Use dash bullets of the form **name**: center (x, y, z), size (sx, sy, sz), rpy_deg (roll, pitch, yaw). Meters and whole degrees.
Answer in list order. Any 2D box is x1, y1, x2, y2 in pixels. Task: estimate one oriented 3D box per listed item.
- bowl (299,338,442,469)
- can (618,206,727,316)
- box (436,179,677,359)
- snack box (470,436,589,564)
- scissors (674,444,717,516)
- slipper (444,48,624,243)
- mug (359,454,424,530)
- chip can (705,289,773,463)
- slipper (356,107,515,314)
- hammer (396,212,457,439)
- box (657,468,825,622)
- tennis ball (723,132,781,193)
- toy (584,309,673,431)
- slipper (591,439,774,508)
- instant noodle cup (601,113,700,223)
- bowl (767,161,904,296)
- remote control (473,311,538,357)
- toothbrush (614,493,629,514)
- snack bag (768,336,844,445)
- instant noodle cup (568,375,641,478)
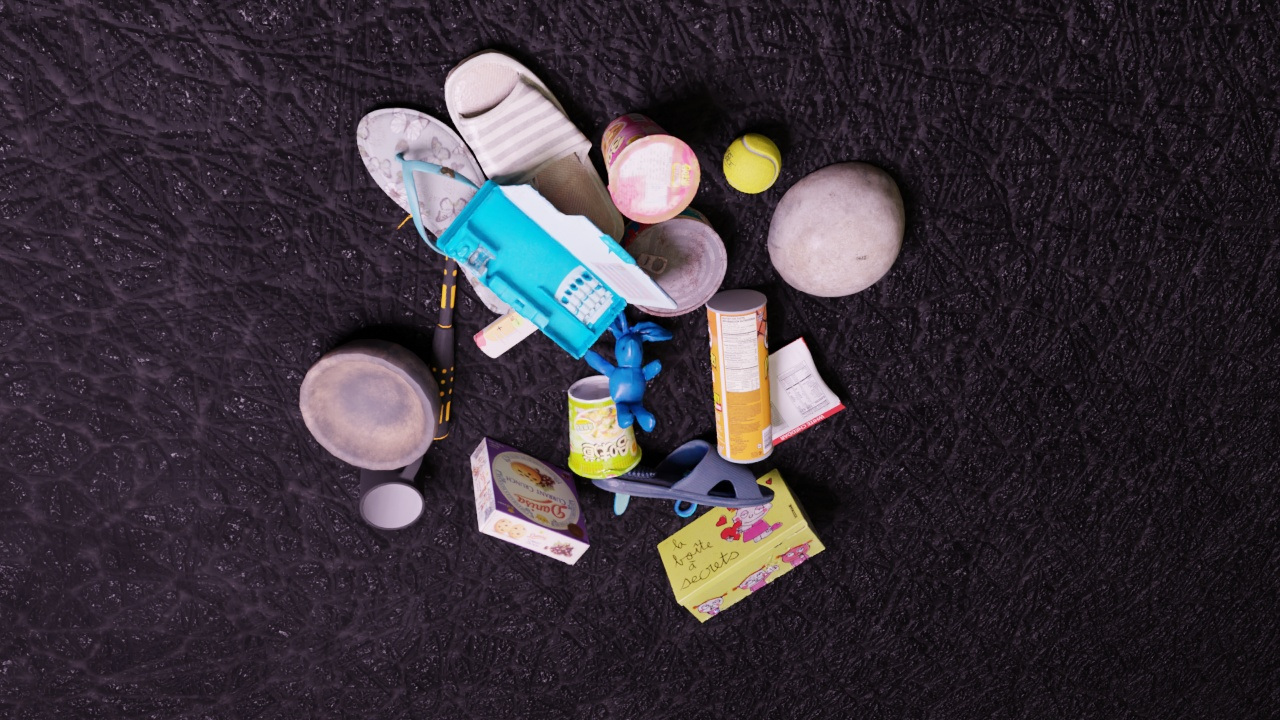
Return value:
- **bowl**: center (-0.310, 0.045, 1.082), size (0.162, 0.070, 0.162), rpy_deg (3, 120, 6)
- **can**: center (0.035, -0.120, 1.102), size (0.130, 0.044, 0.130), rpy_deg (-7, 125, -11)
- **box**: center (-0.086, -0.109, 1.005), size (0.170, 0.085, 0.227), rpy_deg (-26, 135, 26)
- **snack box**: center (-0.146, 0.182, 1.193), size (0.143, 0.148, 0.041), rpy_deg (27, 113, -30)
- **scissors**: center (0.096, 0.180, 1.340), size (0.134, 0.011, 0.140), rpy_deg (17, 116, -24)
- **slipper**: center (-0.107, -0.212, 1.000), size (0.114, 0.054, 0.272), rpy_deg (-37, 125, 5)
- **mug**: center (-0.306, 0.143, 1.160), size (0.078, 0.088, 0.114), rpy_deg (25, 113, -28)
- **chip can**: center (0.130, 0.022, 1.183), size (0.075, 0.075, 0.215), rpy_deg (-11, 116, -8)
- **slipper**: center (-0.193, -0.160, 0.987), size (0.098, 0.054, 0.269), rpy_deg (-38, 118, -1)
- **hammer**: center (-0.235, -0.043, 1.090), size (0.123, 0.036, 0.321), rpy_deg (4, 120, -17)
- **box**: center (0.144, 0.274, 1.351), size (0.221, 0.124, 0.083), rpy_deg (-32, 125, 9)
- **tennis ball**: center (0.127, -0.224, 1.043), size (0.065, 0.065, 0.065), rpy_deg (-7, 125, -11)
- **toy**: center (-0.007, 0.007, 1.129), size (0.112, 0.176, 0.071), rpy_deg (2, 160, -18)
- **slipper**: center (0.062, 0.147, 1.259), size (0.263, 0.101, 0.082), rpy_deg (8, 94, -19)
- **instant noodle cup**: center (0.003, -0.215, 0.989), size (0.097, 0.108, 0.098), rpy_deg (-7, 125, -11)
- **bowl**: center (0.251, -0.145, 1.123), size (0.178, 0.081, 0.179), rpy_deg (-6, 124, -9)
- **remote control**: center (-0.146, -0.048, 1.118), size (0.126, 0.018, 0.038), rpy_deg (-34, 125, 11)
- **toothbrush**: center (-0.023, 0.170, 1.298), size (0.022, 0.017, 0.135), rpy_deg (-6, 124, -20)
- **snack bag**: center (0.196, 0.051, 1.262), size (0.131, 0.039, 0.144), rpy_deg (-30, 123, 11)
- **instant noodle cup**: center (-0.052, 0.082, 1.191), size (0.099, 0.099, 0.108), rpy_deg (-11, 116, -8)
